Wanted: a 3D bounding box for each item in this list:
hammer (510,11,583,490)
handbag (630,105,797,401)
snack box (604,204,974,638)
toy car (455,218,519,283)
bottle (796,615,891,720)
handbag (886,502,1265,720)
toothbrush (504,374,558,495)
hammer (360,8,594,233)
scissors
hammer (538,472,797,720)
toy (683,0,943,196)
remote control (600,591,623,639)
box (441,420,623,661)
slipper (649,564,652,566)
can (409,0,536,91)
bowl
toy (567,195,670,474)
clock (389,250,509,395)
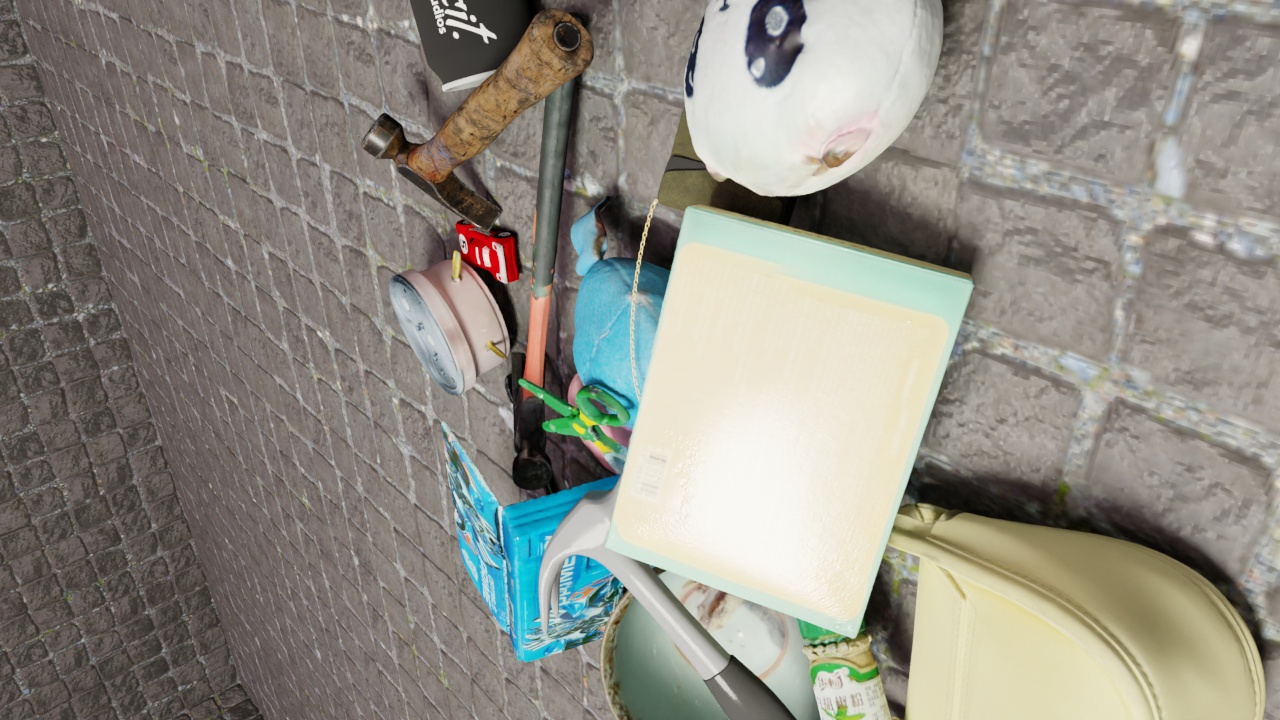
[{"bbox_3d":[-0.069,-0.077,0.667,0.133,0.033,0.334,-103,20,-58],"label":"hammer"},{"bbox_3d":[0.035,-0.047,0.508,0.084,0.027,0.178,19,99,20],"label":"handbag"},{"bbox_3d":[0.071,0.031,0.476,0.141,0.044,0.194,17,105,13],"label":"snack box"},{"bbox_3d":[-0.132,-0.093,0.777,0.089,0.025,0.038,23,127,43],"label":"toy car"},{"bbox_3d":[0.119,0.186,0.530,0.043,0.042,0.110,-29,70,55],"label":"bottle"},{"bbox_3d":[0.200,0.182,0.478,0.191,0.088,0.233,41,141,53],"label":"handbag"},{"bbox_3d":[-0.091,0.101,0.850,0.017,0.014,0.188,-1,110,66],"label":"toothbrush"},{"bbox_3d":[-0.099,-0.150,0.599,0.120,0.033,0.331,35,165,-21],"label":"hammer"},{"bbox_3d":[-0.032,0.049,0.602,0.112,0.012,0.131,53,154,-14],"label":"scissors"},{"bbox_3d":[0.059,0.206,0.560,0.125,0.029,0.311,-41,91,15],"label":"hammer"},{"bbox_3d":[0.080,-0.164,0.416,0.139,0.101,0.179,18,105,61],"label":"toy"},{"bbox_3d":[-0.026,0.224,0.832,0.050,0.022,0.133,-8,104,54],"label":"remote control"},{"bbox_3d":[-0.081,0.138,0.714,0.244,0.114,0.113,99,153,-53],"label":"box"},{"bbox_3d":[0.035,0.213,0.718,0.213,0.059,0.104,56,142,16],"label":"slipper"},{"bbox_3d":[-0.119,-0.262,0.613,0.080,0.080,0.146,6,114,51],"label":"can"},{"bbox_3d":[0.059,0.190,0.622,0.160,0.093,0.160,1,97,10],"label":"bowl"},{"bbox_3d":[-0.004,0.004,0.624,0.224,0.098,0.192,56,155,25],"label":"toy"},{"bbox_3d":[-0.173,-0.031,0.822,0.117,0.058,0.158,63,155,-6],"label":"clock"}]
